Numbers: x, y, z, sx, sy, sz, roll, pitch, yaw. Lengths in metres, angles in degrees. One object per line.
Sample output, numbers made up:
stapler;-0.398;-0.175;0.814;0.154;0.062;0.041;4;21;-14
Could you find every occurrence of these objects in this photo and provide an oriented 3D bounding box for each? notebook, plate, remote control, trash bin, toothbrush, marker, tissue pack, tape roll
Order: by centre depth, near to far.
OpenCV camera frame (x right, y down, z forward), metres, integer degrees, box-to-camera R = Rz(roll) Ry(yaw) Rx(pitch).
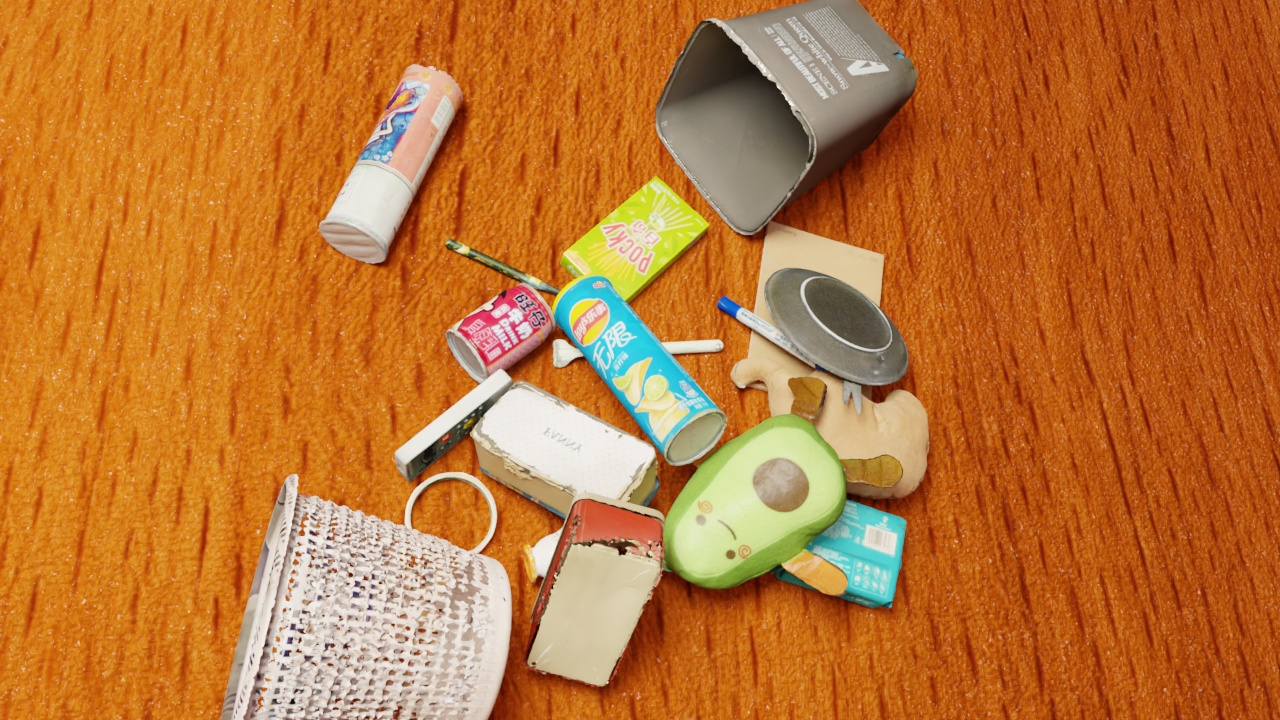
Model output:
trash bin;-0.217;0.221;0.742;0.192;0.228;0.227;15;66;-22
tape roll;-0.180;0.150;0.874;0.085;0.014;0.085;5;68;-12
remote control;-0.178;0.062;0.885;0.019;0.056;0.134;44;65;12
tissue pack;0.200;0.190;0.933;0.133;0.050;0.093;19;68;-6
toothbrush;0.000;-0.012;0.980;0.189;0.020;0.029;-3;95;-16
toothbrush;-0.124;-0.085;0.981;0.186;0.012;0.017;25;76;-4
plate;0.217;-0.045;0.989;0.179;0.024;0.179;19;39;-17
marker;0.142;-0.030;0.989;0.146;0.017;0.016;35;62;31
trash bin;0.172;-0.294;1.044;0.219;0.199;0.199;-31;79;-29
notebook;0.202;-0.050;1.049;0.149;0.012;0.211;15;67;-8

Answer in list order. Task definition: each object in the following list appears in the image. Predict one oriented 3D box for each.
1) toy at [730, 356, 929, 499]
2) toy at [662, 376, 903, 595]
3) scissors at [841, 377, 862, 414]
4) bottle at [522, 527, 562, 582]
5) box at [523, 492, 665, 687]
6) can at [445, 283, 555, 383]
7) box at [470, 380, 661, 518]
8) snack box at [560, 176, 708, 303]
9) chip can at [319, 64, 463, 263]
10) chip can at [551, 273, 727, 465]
toy;0.199;0.067;0.965;0.226;0.083;0.143;22;55;-6
toy;0.119;0.128;0.876;0.246;0.090;0.227;-40;71;-8
scissors;0.216;-0.001;0.974;0.171;0.014;0.146;-12;52;-46
bottle;-0.055;0.179;0.866;0.108;0.063;0.063;-10;72;-18
box;-0.040;0.207;0.794;0.091;0.169;0.080;16;31;-7
can;-0.139;-0.029;0.924;0.093;0.067;0.066;-38;82;-24
box;-0.065;0.095;0.861;0.184;0.061;0.089;28;55;21
snack box;-0.005;-0.129;1.020;0.086;0.026;0.156;44;66;6
chip can;-0.257;-0.209;0.964;0.071;0.071;0.214;22;65;-5
chip can;-0.005;0.005;0.892;0.071;0.071;0.210;-25;54;-22
